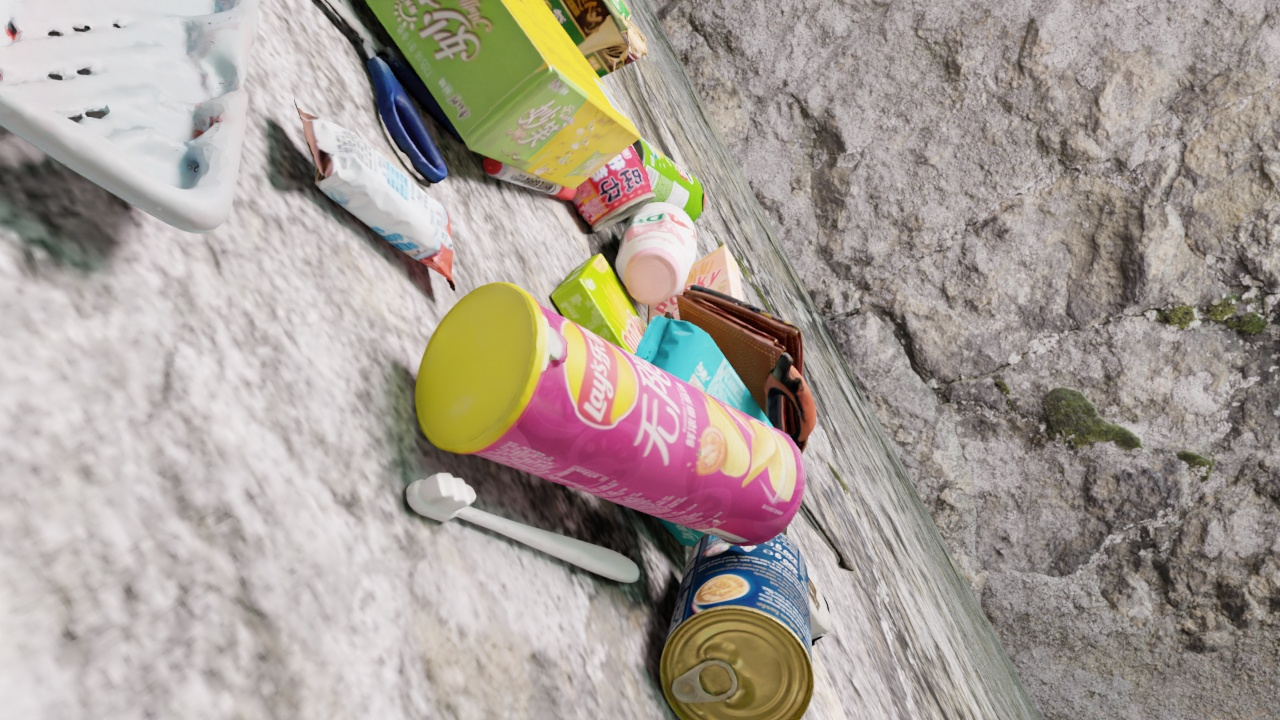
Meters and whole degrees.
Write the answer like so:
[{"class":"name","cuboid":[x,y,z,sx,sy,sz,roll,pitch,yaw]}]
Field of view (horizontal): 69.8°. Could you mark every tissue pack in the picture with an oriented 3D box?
[{"class":"tissue pack","cuboid":[0.029,0.047,0.564,0.133,0.050,0.093,53,53,-35]}]

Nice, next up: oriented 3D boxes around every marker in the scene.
[{"class":"marker","cuboid":[-0.077,-0.132,0.664,0.017,0.017,0.145,63,15,4]}]

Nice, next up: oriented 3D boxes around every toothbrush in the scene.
[{"class":"toothbrush","cuboid":[-0.041,0.079,0.411,0.180,0.016,0.016,39,29,-55]}]

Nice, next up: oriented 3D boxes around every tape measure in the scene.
[{"class":"tape measure","cuboid":[0.121,0.187,0.716,0.066,0.034,0.066,57,15,-9]}]

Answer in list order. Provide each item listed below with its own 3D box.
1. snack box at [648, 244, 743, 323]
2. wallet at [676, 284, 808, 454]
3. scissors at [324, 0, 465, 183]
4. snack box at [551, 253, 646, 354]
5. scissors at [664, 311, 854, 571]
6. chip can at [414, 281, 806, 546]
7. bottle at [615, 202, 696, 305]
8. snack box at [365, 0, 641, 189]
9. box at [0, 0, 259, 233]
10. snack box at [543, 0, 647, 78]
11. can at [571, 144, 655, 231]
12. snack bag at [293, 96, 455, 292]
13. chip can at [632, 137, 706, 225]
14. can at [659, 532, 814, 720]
[{"class":"snack box","cuboid":[0.047,-0.042,0.780,0.026,0.085,0.157,52,17,-21]},{"class":"wallet","cuboid":[0.074,0.010,0.666,0.101,0.032,0.125,31,-33,39]},{"class":"scissors","cuboid":[-0.146,-0.169,0.519,0.162,0.012,0.174,24,38,-64]},{"class":"snack box","cuboid":[-0.004,0.004,0.646,0.156,0.026,0.085,58,14,-11]},{"class":"scissors","cuboid":[0.084,0.057,0.651,0.189,0.015,0.226,40,-27,33]},{"class":"chip can","cuboid":[-0.002,0.035,0.437,0.210,0.072,0.071,28,35,-46]},{"class":"bottle","cuboid":[0.012,-0.086,0.754,0.068,0.068,0.196,58,12,-12]},{"class":"snack box","cuboid":[-0.091,-0.205,0.604,0.157,0.070,0.209,55,13,4]},{"class":"box","cuboid":[-0.188,-0.138,0.278,0.158,0.039,0.200,47,20,-45]},{"class":"snack box","cuboid":[-0.068,-0.302,0.828,0.117,0.106,0.118,53,16,-22]},{"class":"can","cuboid":[-0.036,-0.161,0.755,0.094,0.067,0.066,61,15,-2]},{"class":"snack bag","cuboid":[-0.116,-0.072,0.414,0.104,0.026,0.048,40,20,-52]},{"class":"chip can","cuboid":[0.005,-0.175,0.906,0.072,0.072,0.235,63,16,7]},{"class":"can","cuboid":[0.055,0.142,0.499,0.075,0.075,0.111,60,15,-7]}]
